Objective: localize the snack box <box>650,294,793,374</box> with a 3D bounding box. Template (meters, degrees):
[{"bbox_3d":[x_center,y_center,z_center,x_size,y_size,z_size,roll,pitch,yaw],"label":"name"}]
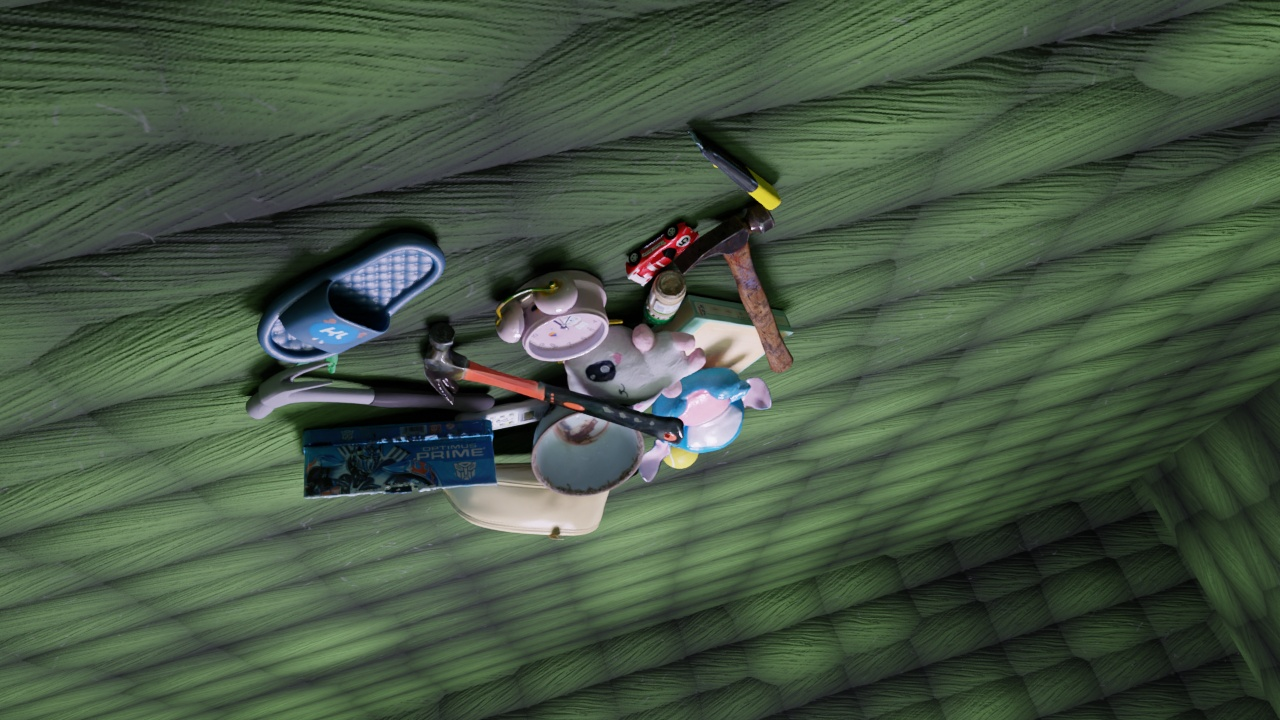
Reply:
[{"bbox_3d":[0.096,-0.025,1.264,0.193,0.044,0.142,6,145,-41],"label":"snack box"}]

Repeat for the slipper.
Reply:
[{"bbox_3d":[-0.288,-0.054,0.934,0.214,0.059,0.104,-30,148,12],"label":"slipper"}]

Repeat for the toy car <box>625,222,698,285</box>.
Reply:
[{"bbox_3d":[0.025,-0.123,1.050,0.090,0.025,0.038,-32,151,25],"label":"toy car"}]

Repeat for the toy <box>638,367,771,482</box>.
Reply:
[{"bbox_3d":[0.078,0.079,1.304,0.224,0.099,0.191,-31,154,1],"label":"toy"}]

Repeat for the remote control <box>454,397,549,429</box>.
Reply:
[{"bbox_3d":[-0.195,0.076,1.294,0.133,0.022,0.050,-11,152,-15],"label":"remote control"}]

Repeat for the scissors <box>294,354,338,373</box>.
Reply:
[{"bbox_3d":[-0.337,-0.020,1.029,0.112,0.012,0.131,-8,151,-21],"label":"scissors"}]

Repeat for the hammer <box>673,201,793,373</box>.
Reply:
[{"bbox_3d":[0.140,-0.067,1.161,0.120,0.033,0.330,-30,146,3],"label":"hammer"}]

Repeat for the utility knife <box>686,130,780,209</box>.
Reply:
[{"bbox_3d":[0.098,-0.198,0.952,0.020,0.028,0.174,-37,147,22],"label":"utility knife"}]

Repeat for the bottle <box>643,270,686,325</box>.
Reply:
[{"bbox_3d":[0.029,-0.075,1.100,0.042,0.042,0.110,-14,168,-10],"label":"bottle"}]

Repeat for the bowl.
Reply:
[{"bbox_3d":[-0.081,0.105,1.303,0.160,0.093,0.160,-7,128,-9],"label":"bowl"}]

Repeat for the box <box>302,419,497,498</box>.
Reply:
[{"bbox_3d":[-0.316,0.144,1.215,0.243,0.113,0.114,-3,150,-15],"label":"box"}]

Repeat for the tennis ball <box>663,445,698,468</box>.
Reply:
[{"bbox_3d":[0.066,0.151,1.560,0.065,0.065,0.065,-15,154,-8],"label":"tennis ball"}]

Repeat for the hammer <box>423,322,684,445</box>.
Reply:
[{"bbox_3d":[-0.102,0.045,1.129,0.333,0.033,0.133,17,144,-8],"label":"hammer"}]

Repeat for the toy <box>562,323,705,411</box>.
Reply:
[{"bbox_3d":[-0.007,0.007,1.171,0.180,0.101,0.139,-13,126,20],"label":"toy"}]

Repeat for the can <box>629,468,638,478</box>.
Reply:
[{"bbox_3d":[-0.077,0.178,1.502,0.146,0.080,0.080,-29,152,21],"label":"can"}]

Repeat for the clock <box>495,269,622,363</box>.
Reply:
[{"bbox_3d":[-0.102,-0.054,1.062,0.117,0.058,0.157,-30,151,20],"label":"clock"}]

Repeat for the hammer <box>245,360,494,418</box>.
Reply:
[{"bbox_3d":[-0.313,0.044,1.138,0.310,0.029,0.125,6,154,-44],"label":"hammer"}]

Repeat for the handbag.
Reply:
[{"bbox_3d":[-0.176,0.197,1.383,0.232,0.191,0.088,2,103,-34],"label":"handbag"}]
